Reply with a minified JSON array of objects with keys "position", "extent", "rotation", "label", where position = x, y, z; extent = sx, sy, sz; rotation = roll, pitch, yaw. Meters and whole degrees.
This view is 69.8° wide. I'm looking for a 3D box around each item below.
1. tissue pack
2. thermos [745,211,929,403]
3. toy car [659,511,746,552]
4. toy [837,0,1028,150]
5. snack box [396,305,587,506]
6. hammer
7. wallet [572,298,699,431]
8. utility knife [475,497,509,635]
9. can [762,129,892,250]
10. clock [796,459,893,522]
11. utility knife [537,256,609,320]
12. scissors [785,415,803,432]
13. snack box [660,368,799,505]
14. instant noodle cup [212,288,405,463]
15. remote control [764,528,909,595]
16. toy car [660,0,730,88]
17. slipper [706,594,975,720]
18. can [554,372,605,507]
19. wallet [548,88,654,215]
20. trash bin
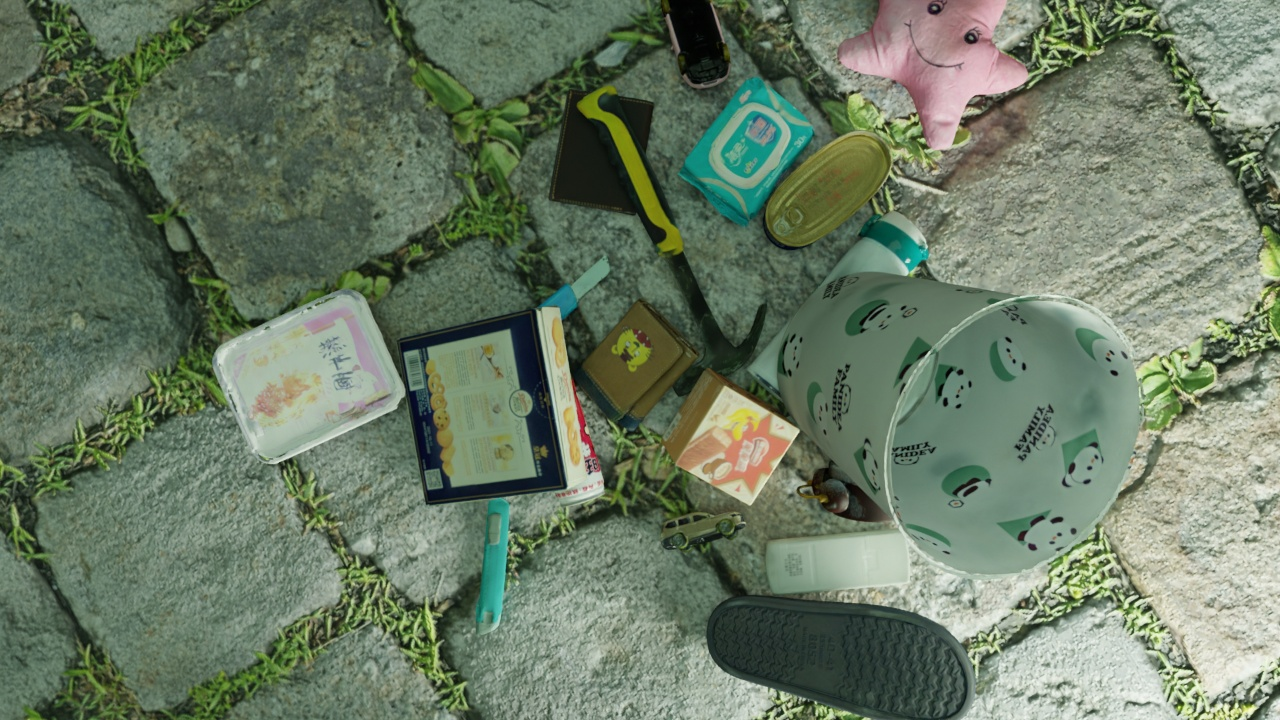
[{"position":[0.110,-0.215,0.955],"extent":[0.093,0.050,0.133],"rotation":[36,92,0],"label":"tissue pack"},{"position":[0.204,-0.055,0.947],"extent":[0.073,0.073,0.224],"rotation":[40,91,1],"label":"thermos"},{"position":[0.065,0.177,0.963],"extent":[0.090,0.042,0.035],"rotation":[-15,71,7],"label":"toy car"},{"position":[0.302,-0.333,0.936],"extent":[0.178,0.074,0.194],"rotation":[-44,88,1],"label":"toy"},{"position":[-0.153,0.049,0.935],"extent":[0.183,0.045,0.178],"rotation":[-10,89,26],"label":"snack box"},{"position":[0.027,-0.132,0.956],"extent":[0.126,0.032,0.323],"rotation":[-25,95,0],"label":"hammer"},{"position":[-0.006,0.006,0.950],"extent":[0.090,0.033,0.115],"rotation":[46,111,10],"label":"wallet"},{"position":[-0.156,0.186,0.985],"extent":[0.029,0.013,0.223],"rotation":[5,90,2],"label":"utility knife"},{"position":[0.191,-0.175,0.953],"extent":[0.148,0.049,0.074],"rotation":[-41,89,2],"label":"can"},{"position":[0.221,0.131,0.939],"extent":[0.122,0.082,0.055],"rotation":[0,96,-1],"label":"clock"},{"position":[-0.106,-0.043,0.980],"extent":[0.194,0.018,0.034],"rotation":[-42,88,0],"label":"utility knife"},{"position":[0.254,0.044,0.966],"extent":[0.235,0.021,0.143],"rotation":[-44,89,1],"label":"scissors"},{"position":[0.089,0.076,0.930],"extent":[0.094,0.077,0.093],"rotation":[31,96,-14],"label":"snack box"},{"position":[-0.342,0.016,0.968],"extent":[0.173,0.060,0.138],"rotation":[-25,89,1],"label":"instant noodle cup"},{"position":[0.207,0.212,0.969],"extent":[0.150,0.021,0.058],"rotation":[-5,90,2],"label":"remote control"},{"position":[0.058,-0.342,0.965],"extent":[0.056,0.037,0.122],"rotation":[-14,77,-1],"label":"toy car"},{"position":[0.205,0.296,0.948],"extent":[0.268,0.083,0.110],"rotation":[6,88,20],"label":"slipper"},{"position":[-0.079,0.083,0.962],"extent":[0.053,0.053,0.132],"rotation":[-17,90,2],"label":"can"},{"position":[-0.042,-0.222,0.977],"extent":[0.096,0.020,0.122],"rotation":[10,91,6],"label":"wallet"},{"position":[0.253,0.032,0.810],"extent":[0.229,0.252,0.230],"rotation":[-4,106,-15],"label":"trash bin"}]
